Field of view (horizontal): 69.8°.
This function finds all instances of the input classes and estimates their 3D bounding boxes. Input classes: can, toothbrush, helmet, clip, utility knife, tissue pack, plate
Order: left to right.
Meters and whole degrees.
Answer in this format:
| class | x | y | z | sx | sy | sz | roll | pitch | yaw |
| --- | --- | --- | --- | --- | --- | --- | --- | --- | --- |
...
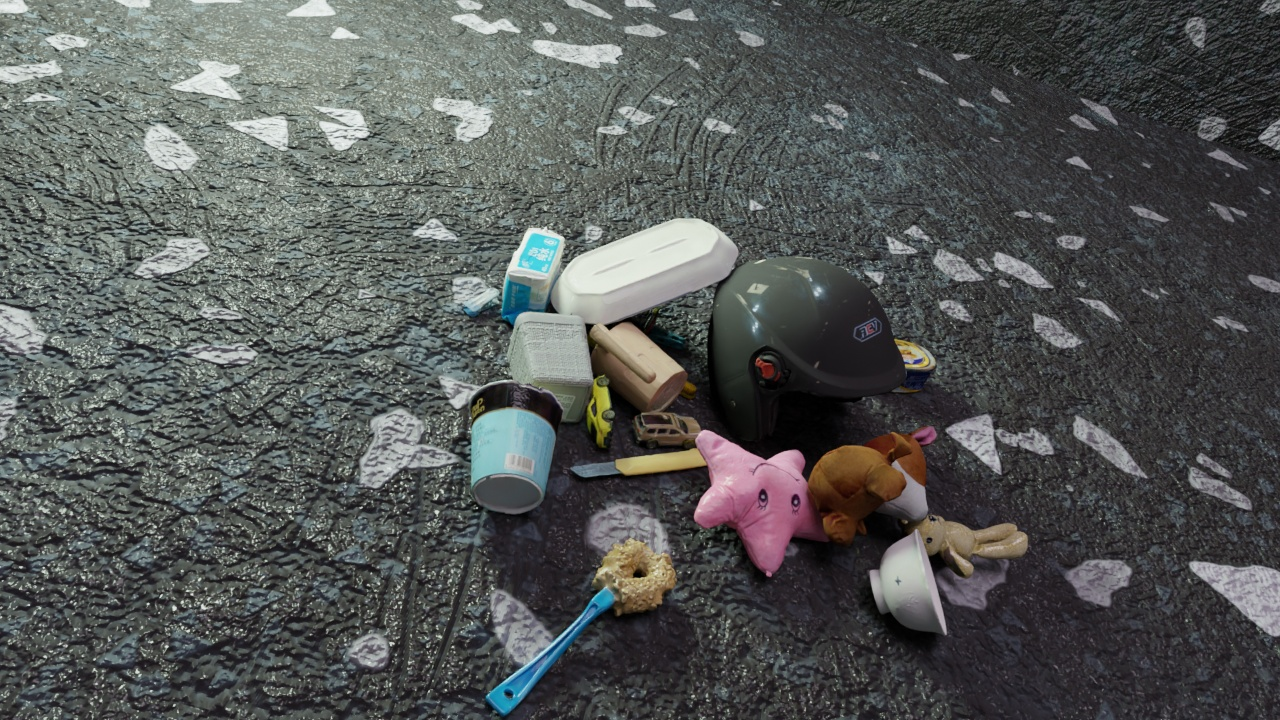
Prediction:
| class | x | y | z | sx | sy | sz | roll | pitch | yaw |
| --- | --- | --- | --- | --- | --- | --- | --- | --- | --- |
| clip | -0.218 | -0.080 | 1.268 | 0.025 | 0.033 | 0.057 | 37 | 45 | 23 |
| tissue pack | -0.152 | -0.117 | 1.282 | 0.063 | 0.090 | 0.139 | 15 | 39 | -1 |
| toothbrush | -0.008 | 0.002 | 1.259 | 0.190 | 0.017 | 0.015 | 28 | 39 | 11 |
| plate | 0.003 | -0.130 | 1.250 | 0.265 | 0.034 | 0.162 | -21 | 39 | -10 |
| utility knife | 0.012 | 0.124 | 1.120 | 0.206 | 0.021 | 0.031 | 1 | 38 | -32 |
| clip | 0.038 | -0.032 | 1.322 | 0.056 | 0.014 | 0.040 | 20 | 39 | 0 |
| helmet | 0.212 | -0.024 | 1.215 | 0.232 | 0.230 | 0.275 | -19 | 13 | -38 |
| can | 0.371 | 0.006 | 1.388 | 0.148 | 0.049 | 0.074 | 7 | 41 | -16 |

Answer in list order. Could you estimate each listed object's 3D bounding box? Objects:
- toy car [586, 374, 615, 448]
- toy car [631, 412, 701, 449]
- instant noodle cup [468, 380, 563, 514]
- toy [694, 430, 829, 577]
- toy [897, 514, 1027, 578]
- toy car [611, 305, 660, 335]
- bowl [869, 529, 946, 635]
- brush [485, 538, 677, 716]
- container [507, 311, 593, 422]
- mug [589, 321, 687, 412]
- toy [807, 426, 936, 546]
| class | x | y | z | sx | sy | sz | roll | pitch | yaw |
| --- | --- | --- | --- | --- | --- | --- | --- | --- | --- |
| toy car | -0.051 | 0.063 | 1.145 | 0.032 | 0.048 | 0.105 | -1 | 42 | -7 |
| toy car | 0.036 | 0.087 | 1.163 | 0.090 | 0.035 | 0.042 | 4 | 42 | -22 |
| instant noodle cup | -0.144 | 0.103 | 1.024 | 0.111 | 0.111 | 0.120 | 10 | 48 | -12 |
| toy | 0.149 | 0.173 | 1.076 | 0.194 | 0.075 | 0.178 | 16 | 51 | -22 |
| toy | 0.397 | 0.220 | 1.130 | 0.157 | 0.066 | 0.105 | 4 | 35 | -9 |
| toy car | -0.006 | -0.053 | 1.312 | 0.049 | 0.031 | 0.106 | 19 | 43 | 8 |
| bowl | 0.297 | 0.256 | 1.036 | 0.065 | 0.118 | 0.118 | -17 | 36 | 18 |
| brush | -0.056 | 0.263 | 0.917 | 0.083 | 0.046 | 0.253 | 39 | 46 | 17 |
| container | -0.111 | 0.012 | 1.149 | 0.090 | 0.090 | 0.114 | 3 | 44 | -19 |
| mug | -0.007 | 0.007 | 1.178 | 0.103 | 0.124 | 0.084 | 40 | 86 | 22 |
| toy | 0.290 | 0.146 | 1.101 | 0.130 | 0.140 | 0.199 | 48 | 28 | 16 |
